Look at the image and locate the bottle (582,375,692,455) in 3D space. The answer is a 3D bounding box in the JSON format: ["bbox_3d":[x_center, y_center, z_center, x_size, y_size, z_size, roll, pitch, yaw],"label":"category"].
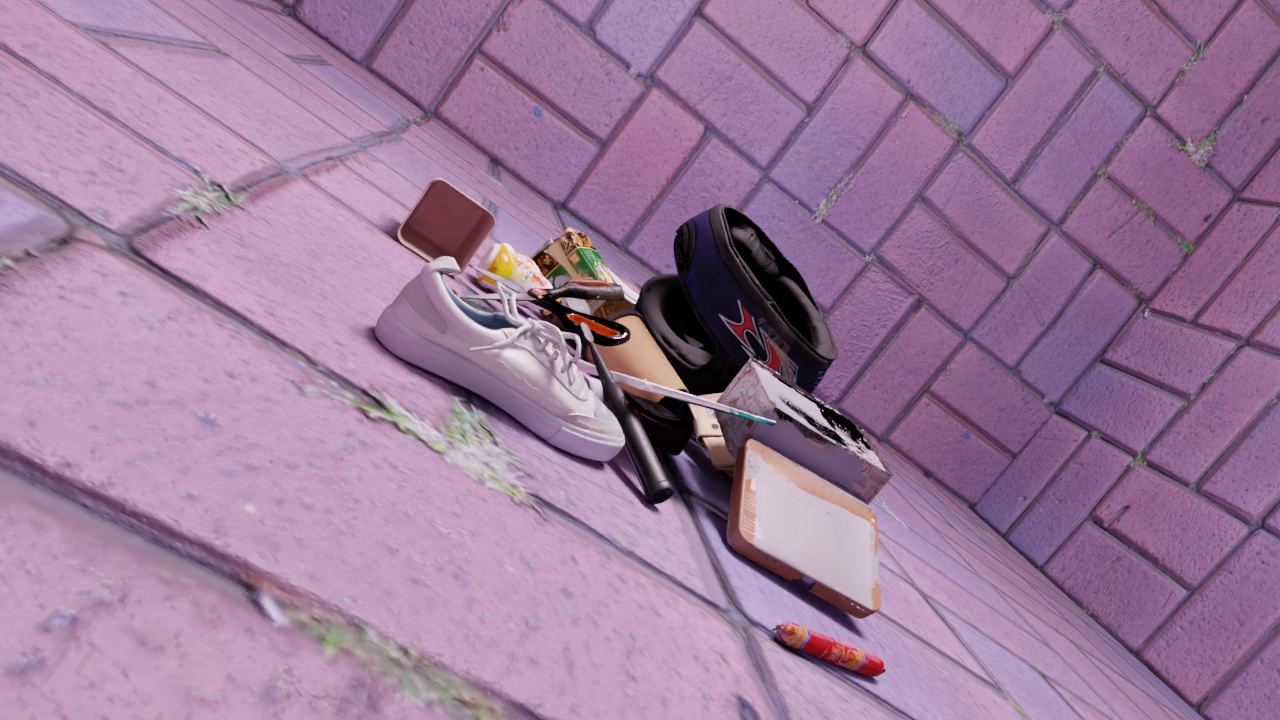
[{"bbox_3d":[-0.026,0.049,0.948,0.080,0.044,0.194,35,6,42],"label":"bottle"}]

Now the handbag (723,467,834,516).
[{"bbox_3d":[0.191,0.167,1.155,0.178,0.063,0.163,34,10,-43],"label":"handbag"}]

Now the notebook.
[{"bbox_3d":[0.030,0.033,0.962,0.150,0.012,0.209,18,-2,-21],"label":"notebook"}]

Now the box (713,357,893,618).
[{"bbox_3d":[0.173,0.127,0.966,0.179,0.110,0.259,31,18,-15],"label":"box"}]

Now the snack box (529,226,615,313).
[{"bbox_3d":[-0.104,-0.118,1.369,0.105,0.118,0.118,51,14,10],"label":"snack box"}]

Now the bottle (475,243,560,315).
[{"bbox_3d":[-0.153,-0.100,1.168,0.108,0.063,0.063,34,9,-21],"label":"bottle"}]

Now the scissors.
[{"bbox_3d":[-0.099,-0.074,1.081,0.235,0.022,0.220,30,28,28],"label":"scissors"}]

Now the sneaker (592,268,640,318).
[{"bbox_3d":[-0.026,-0.089,1.454,0.241,0.118,0.087,32,20,13],"label":"sneaker"}]

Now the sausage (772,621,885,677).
[{"bbox_3d":[0.158,0.239,0.754,0.155,0.020,0.020,30,11,-37],"label":"sausage"}]

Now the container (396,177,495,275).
[{"bbox_3d":[-0.238,-0.168,1.122,0.090,0.090,0.111,34,5,-19],"label":"container"}]

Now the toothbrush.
[{"bbox_3d":[-0.022,0.043,0.866,0.026,0.027,0.212,10,41,-41],"label":"toothbrush"}]

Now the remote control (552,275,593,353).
[{"bbox_3d":[-0.083,-0.052,1.223,0.053,0.024,0.136,-6,64,-48],"label":"remote control"}]

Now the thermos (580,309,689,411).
[{"bbox_3d":[-0.007,0.007,1.135,0.143,0.093,0.093,51,14,26],"label":"thermos"}]

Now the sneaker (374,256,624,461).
[{"bbox_3d":[-0.097,-0.002,0.775,0.242,0.091,0.089,33,10,-29],"label":"sneaker"}]

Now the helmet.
[{"bbox_3d":[0.103,-0.040,1.252,0.315,0.241,0.246,42,28,-35],"label":"helmet"}]

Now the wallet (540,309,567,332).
[{"bbox_3d":[-0.087,-0.050,1.289,0.115,0.033,0.090,28,13,-29],"label":"wallet"}]

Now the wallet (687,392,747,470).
[{"bbox_3d":[0.106,0.084,1.105,0.087,0.024,0.115,-1,44,-19],"label":"wallet"}]

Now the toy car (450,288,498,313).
[{"bbox_3d":[-0.161,-0.039,0.905,0.120,0.037,0.054,26,10,-5],"label":"toy car"}]
